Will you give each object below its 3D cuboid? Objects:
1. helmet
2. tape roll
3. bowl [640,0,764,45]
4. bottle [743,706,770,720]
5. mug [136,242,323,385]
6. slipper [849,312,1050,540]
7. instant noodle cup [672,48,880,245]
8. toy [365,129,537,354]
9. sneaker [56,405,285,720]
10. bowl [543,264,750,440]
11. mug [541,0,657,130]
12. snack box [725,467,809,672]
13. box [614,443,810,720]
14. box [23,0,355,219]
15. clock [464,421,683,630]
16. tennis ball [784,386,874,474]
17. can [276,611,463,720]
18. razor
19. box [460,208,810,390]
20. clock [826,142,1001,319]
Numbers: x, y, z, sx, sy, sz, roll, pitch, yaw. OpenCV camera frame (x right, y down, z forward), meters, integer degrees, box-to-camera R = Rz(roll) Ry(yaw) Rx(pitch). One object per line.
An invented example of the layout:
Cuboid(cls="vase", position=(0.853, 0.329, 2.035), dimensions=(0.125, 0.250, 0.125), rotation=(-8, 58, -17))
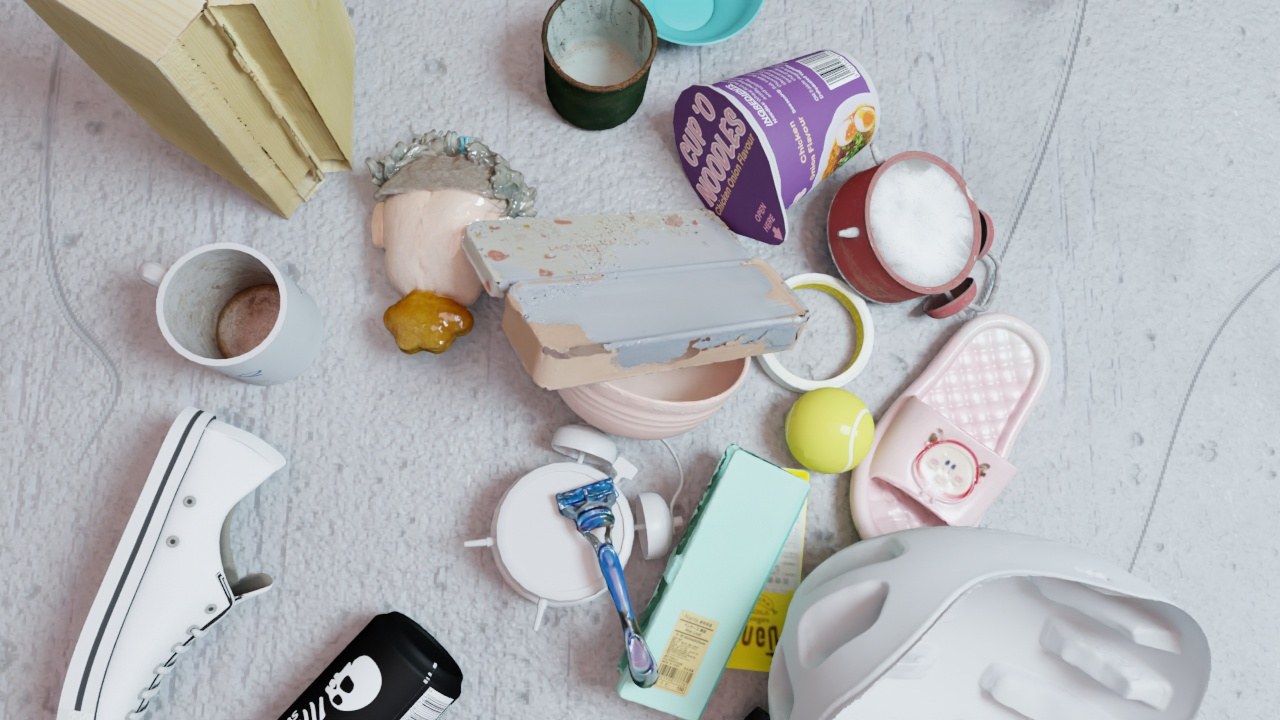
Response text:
Cuboid(cls="helmet", position=(0.225, 0.213, 0.599), dimensions=(0.282, 0.183, 0.225), rotation=(5, 118, 2))
Cuboid(cls="tape roll", position=(0.135, -0.021, 0.721), dimensions=(0.094, 0.019, 0.094), rotation=(1, 81, -5))
Cuboid(cls="bowl", position=(0.038, -0.301, 0.743), dimensions=(0.121, 0.046, 0.121), rotation=(1, 81, -5))
Cuboid(cls="bottle", position=(0.043, 0.315, 0.640), dimensions=(0.056, 0.056, 0.160), rotation=(45, 80, 3))
Cuboid(cls="mug", position=(-0.294, -0.037, 0.647), dimensions=(0.119, 0.096, 0.083), rotation=(25, 80, -1))
Cuboid(cls="slipper", position=(0.238, 0.058, 0.699), dimensions=(0.107, 0.056, 0.221), rotation=(33, 80, 3))
Cuboid(cls="instant noodle cup", position=(0.115, -0.170, 0.700), dimensions=(0.121, 0.122, 0.137), rotation=(-31, 76, -19))
Cuboid(cls="toy", position=(-0.143, -0.087, 0.679), dimensions=(0.133, 0.076, 0.175), rotation=(6, 78, 21))
Cuboid(cls="sneaker", position=(-0.309, 0.162, 0.627), dimensions=(0.097, 0.091, 0.245), rotation=(21, 78, -16))
Cuboid(cls="bowl", position=(-0.004, 0.004, 0.662), dimensions=(0.153, 0.076, 0.152), rotation=(12, 38, -10))
Cuboid(cls="mug", position=(-0.034, -0.243, 0.710), dimensions=(0.085, 0.081, 0.111), rotation=(-1, 81, -5))
Cuboid(cls="snack box", position=(0.088, 0.153, 0.685), dimensions=(0.061, 0.026, 0.148), rotation=(7, 80, -3))
Cuboid(cls="box", position=(0.047, 0.152, 0.632), dimensions=(0.077, 0.080, 0.188), rotation=(27, 89, 21))
Cuboid(cls="box", position=(-0.265, -0.202, 0.599), dimensions=(0.184, 0.249, 0.141), rotation=(-35, 86, -9))
Cuboid(cls="clock", position=(-0.040, 0.112, 0.668), dimensions=(0.159, 0.061, 0.120), rotation=(-39, 84, -14))
Cuboid(cls="tennis ball", position=(0.141, 0.052, 0.686), dimensions=(0.065, 0.065, 0.065), rotation=(1, 81, -5))
Cuboid(cls="can", position=(-0.195, 0.247, 0.618), dimensions=(0.080, 0.080, 0.146), rotation=(43, 80, 3))
Cuboid(cls="razor", position=(-0.016, 0.148, 0.612), dimensions=(0.044, 0.018, 0.141), rotation=(-17, 72, -11))
Cuboid(cls="box", position=(-0.002, -0.054, 0.641), dimensions=(0.216, 0.043, 0.150), rotation=(-9, 43, -30))
Cuboid(cls="clock", position=(0.217, -0.091, 0.719), dimensions=(0.156, 0.062, 0.109), rotation=(28, 74, -18))
